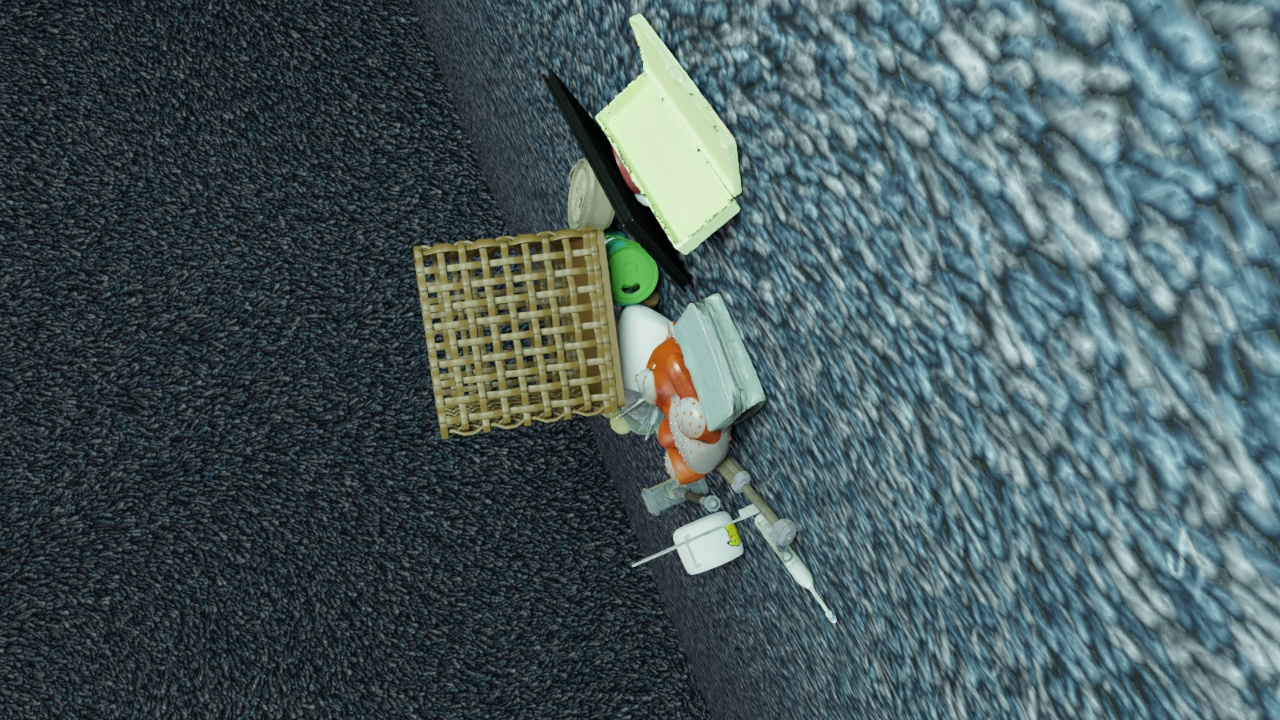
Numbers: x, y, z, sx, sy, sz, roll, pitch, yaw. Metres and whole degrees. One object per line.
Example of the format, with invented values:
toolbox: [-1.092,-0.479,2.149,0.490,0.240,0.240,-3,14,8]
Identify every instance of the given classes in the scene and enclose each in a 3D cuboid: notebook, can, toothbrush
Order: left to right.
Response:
can: [-0.030,-0.121,1.213,0.144,0.083,0.083,-141,30,-71]
notebook: [-0.022,-0.192,0.996,0.169,0.019,0.231,39,-159,-58]
toothbrush: [0.070,0.213,1.127,0.010,0.181,0.010,-162,53,-72]
toothbrush: [0.180,0.240,1.064,0.024,0.022,0.185,51,-177,-34]

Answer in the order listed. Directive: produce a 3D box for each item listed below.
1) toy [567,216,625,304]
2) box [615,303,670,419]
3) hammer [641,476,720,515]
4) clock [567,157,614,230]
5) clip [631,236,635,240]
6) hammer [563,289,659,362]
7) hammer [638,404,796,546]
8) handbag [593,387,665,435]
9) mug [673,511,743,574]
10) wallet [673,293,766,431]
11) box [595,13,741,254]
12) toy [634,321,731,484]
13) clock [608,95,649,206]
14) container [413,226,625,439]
toy: [-0.062,-0.173,1.342,0.130,0.072,0.193,-134,32,-67]
box: [-0.005,0.010,1.208,0.081,0.091,0.160,-57,-10,-74]
hammer: [0.073,0.198,1.337,0.322,0.098,0.044,148,99,-81]
clock: [-0.063,-0.225,1.213,0.140,0.054,0.093,-105,27,-45]
clip: [-0.012,-0.179,1.195,0.051,0.014,0.045,68,171,-18]
hammer: [-0.026,-0.048,1.375,0.322,0.129,0.040,136,128,-70]
hammer: [0.098,0.115,1.137,0.317,0.028,0.147,49,128,47]
handbag: [-0.016,0.046,1.384,0.171,0.123,0.112,53,-166,-64]
mug: [0.096,0.271,1.358,0.115,0.094,0.068,-9,-106,-60]
wallet: [0.082,0.003,0.970,0.131,0.054,0.101,66,160,10]
box: [0.030,-0.200,0.808,0.188,0.061,0.134,60,146,33]
toy: [0.048,0.048,1.106,0.164,0.093,0.172,91,166,-54]
clock: [0.006,-0.204,0.928,0.087,0.044,0.124,180,68,-80]
container: [-0.162,-0.041,1.160,0.252,0.214,0.219,-164,66,-76]
